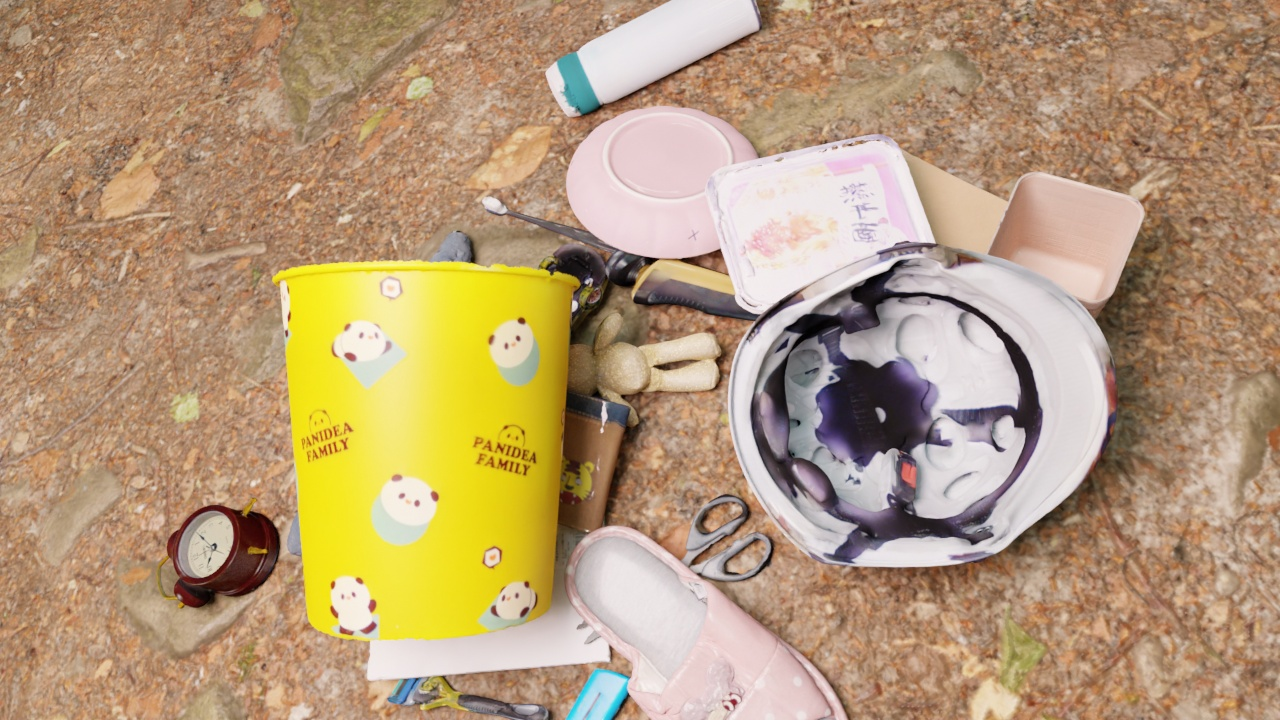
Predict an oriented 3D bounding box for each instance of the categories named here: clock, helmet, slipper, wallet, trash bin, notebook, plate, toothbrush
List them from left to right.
[{"bbox_3d":[-0.404,0.185,0.870,0.122,0.055,0.082,-28,63,6],"label":"clock"},{"bbox_3d":[-0.159,0.064,0.706,0.230,0.229,0.255,-1,89,16],"label":"trash bin"},{"bbox_3d":[-0.131,0.192,0.796,0.209,0.012,0.150,-7,65,8],"label":"notebook"},{"bbox_3d":[-0.086,-0.136,0.929,0.181,0.018,0.015,21,72,22],"label":"toothbrush"},{"bbox_3d":[-0.063,0.084,0.794,0.090,0.033,0.115,13,89,15],"label":"wallet"},{"bbox_3d":[0.025,-0.179,0.864,0.192,0.039,0.192,0,55,0],"label":"plate"},{"bbox_3d":[0.047,0.231,0.702,0.274,0.054,0.114,41,86,20],"label":"slipper"},{"bbox_3d":[0.197,0.033,0.690,0.259,0.146,0.229,-19,88,4],"label":"helmet"},{"bbox_3d":[0.260,-0.093,0.807,0.211,0.012,0.149,35,83,26],"label":"notebook"}]

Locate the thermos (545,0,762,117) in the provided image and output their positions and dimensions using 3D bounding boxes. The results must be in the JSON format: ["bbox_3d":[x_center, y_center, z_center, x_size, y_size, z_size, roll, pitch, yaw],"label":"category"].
[{"bbox_3d":[0.010,-0.325,0.951,0.224,0.073,0.073,-25,63,6],"label":"thermos"}]

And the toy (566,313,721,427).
[{"bbox_3d":[-0.005,0.005,0.825,0.157,0.066,0.105,-5,109,11],"label":"toy"}]

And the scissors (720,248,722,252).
[{"bbox_3d":[0.075,-0.109,0.870,0.135,0.017,0.064,10,81,25],"label":"scissors"}]

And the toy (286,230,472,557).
[{"bbox_3d":[-0.226,0.026,0.870,0.138,0.091,0.355,3,66,47],"label":"toy"}]

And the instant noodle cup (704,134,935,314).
[{"bbox_3d":[0.150,-0.110,0.789,0.173,0.060,0.138,-12,73,-4],"label":"instant noodle cup"}]

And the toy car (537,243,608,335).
[{"bbox_3d":[-0.090,-0.041,0.874,0.070,0.042,0.158,37,87,26],"label":"toy car"}]

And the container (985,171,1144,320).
[{"bbox_3d":[0.320,-0.072,0.711,0.090,0.111,0.090,22,77,23],"label":"container"}]

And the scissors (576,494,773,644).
[{"bbox_3d":[0.023,0.172,0.762,0.173,0.014,0.142,0,70,13],"label":"scissors"}]

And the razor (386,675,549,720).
[{"bbox_3d":[-0.139,0.284,0.765,0.143,0.022,0.042,4,40,22],"label":"razor"}]

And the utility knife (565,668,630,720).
[{"bbox_3d":[-0.071,0.334,0.726,0.034,0.018,0.202,28,80,24],"label":"utility knife"}]

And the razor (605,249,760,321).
[{"bbox_3d":[0.051,-0.072,0.840,0.167,0.062,0.067,16,86,16],"label":"razor"}]
